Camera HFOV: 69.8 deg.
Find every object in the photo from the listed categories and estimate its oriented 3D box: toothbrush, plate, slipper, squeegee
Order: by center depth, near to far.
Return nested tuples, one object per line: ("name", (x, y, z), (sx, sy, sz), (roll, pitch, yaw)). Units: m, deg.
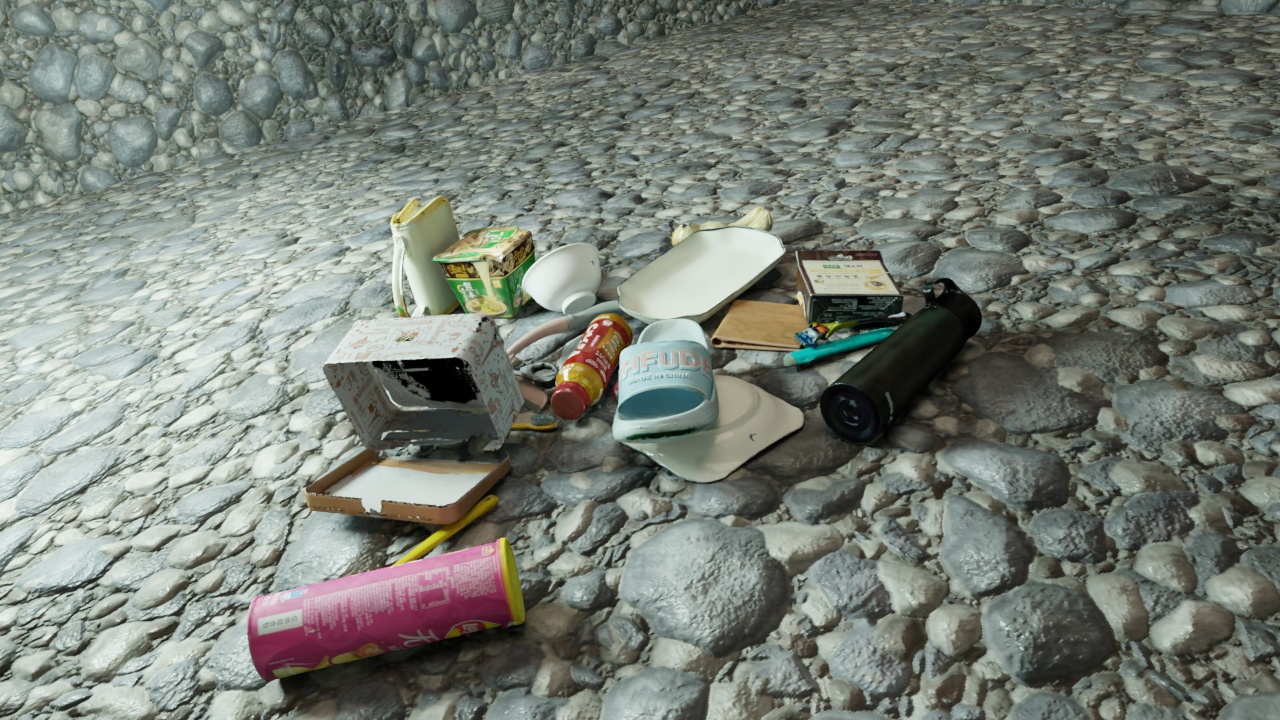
("toothbrush", (-0.204, 0.181, 0.854), (0.016, 0.017, 0.189), (13, 35, 38))
("slipper", (0.028, 0.007, 0.962), (0.104, 0.074, 0.244), (-5, 27, 8))
("plate", (0.071, 0.057, 0.971), (0.164, 0.034, 0.164), (-29, 33, -29))
("toothbrush", (-0.185, 0.071, 1.046), (0.191, 0.018, 0.016), (-1, 28, 16))
("squeegee", (-0.105, -0.038, 1.202), (0.248, 0.040, 0.248), (-28, 32, -31))
("plate", (0.086, -0.113, 1.264), (0.162, 0.034, 0.264), (19, 43, 37))

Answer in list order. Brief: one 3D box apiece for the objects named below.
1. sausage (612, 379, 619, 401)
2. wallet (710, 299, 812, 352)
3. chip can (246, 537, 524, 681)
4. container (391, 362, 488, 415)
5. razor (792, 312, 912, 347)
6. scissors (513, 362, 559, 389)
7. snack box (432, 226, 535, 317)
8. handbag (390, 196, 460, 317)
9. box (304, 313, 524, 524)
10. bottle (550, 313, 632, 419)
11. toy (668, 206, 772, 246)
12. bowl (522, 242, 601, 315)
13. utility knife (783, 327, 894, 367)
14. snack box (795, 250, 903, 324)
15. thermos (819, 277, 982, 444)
("sausage", (-0.007, 0.006, 1.106), (0.020, 0.020, 0.155), (0, 30, 18))
("wallet", (0.157, -0.043, 1.146), (0.115, 0.020, 0.101), (5, 33, 21))
("chip can", (-0.205, 0.204, 0.752), (0.210, 0.071, 0.071), (-12, 28, -3))
("container", (-0.223, 0.010, 1.073), (0.114, 0.090, 0.090), (0, 45, 26))
("razor", (0.254, -0.042, 1.083), (0.142, 0.022, 0.042), (-10, 23, -5))
("scissors", (-0.164, 0.016, 1.112), (0.160, 0.014, 0.175), (-10, 42, 20))
("snack box", (-0.214, -0.123, 1.325), (0.118, 0.106, 0.118), (1, 29, 24))
("handbag", (-0.318, -0.134, 1.317), (0.063, 0.163, 0.178), (-2, 29, 18))
("box", (-0.241, 0.071, 0.936), (0.183, 0.157, 0.192), (-2, 36, 19))
("bottle", (-0.058, 0.007, 1.081), (0.057, 0.057, 0.174), (0, 30, 18))
("toy", (0.122, -0.194, 1.385), (0.157, 0.066, 0.105), (-16, 45, 4))
("bowl", (-0.097, -0.101, 1.272), (0.118, 0.118, 0.064), (-21, 67, -20))
("utility knife", (0.235, -0.016, 1.075), (0.157, 0.013, 0.029), (-15, 30, -14))
("snack box", (0.258, -0.092, 1.151), (0.113, 0.053, 0.125), (0, 27, 0))
("thermos", (0.278, -0.010, 0.969), (0.069, 0.090, 0.241), (-5, 24, 47))
